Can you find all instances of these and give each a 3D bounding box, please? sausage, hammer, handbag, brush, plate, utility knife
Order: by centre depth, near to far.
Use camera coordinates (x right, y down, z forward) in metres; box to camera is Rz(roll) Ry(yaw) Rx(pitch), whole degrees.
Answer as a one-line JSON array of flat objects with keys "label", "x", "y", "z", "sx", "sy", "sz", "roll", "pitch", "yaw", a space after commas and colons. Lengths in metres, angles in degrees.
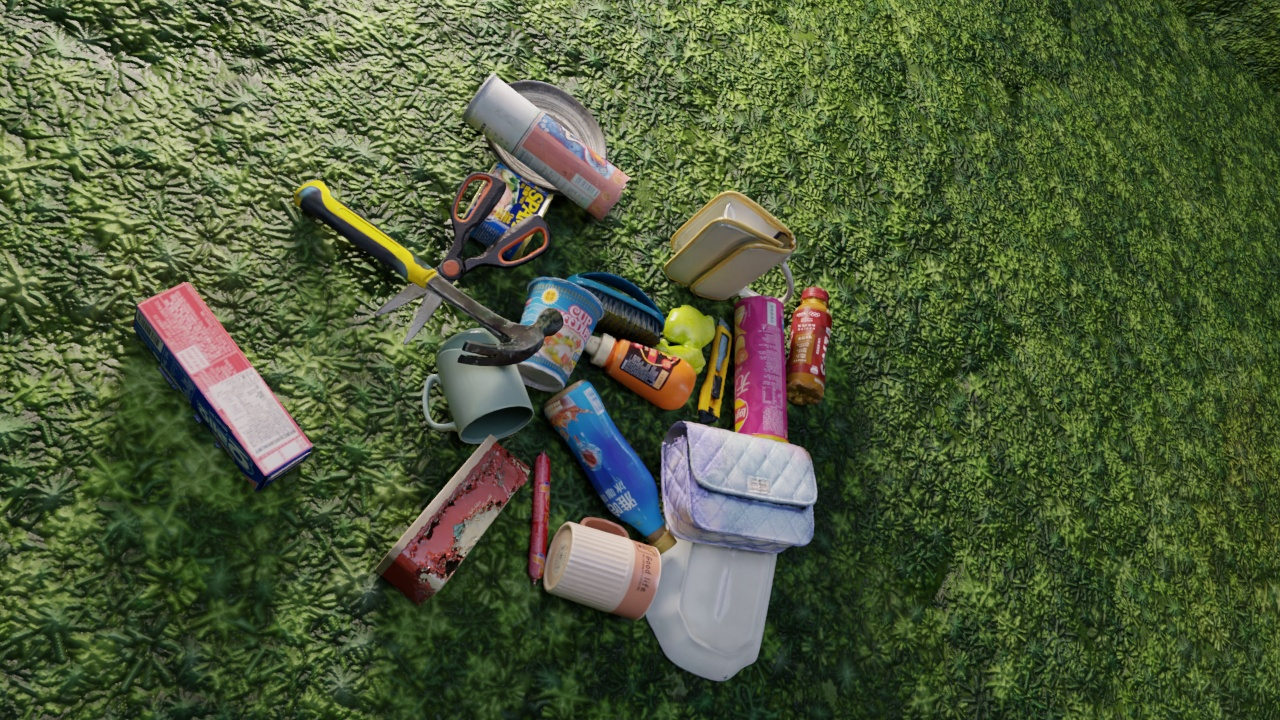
[{"label": "hammer", "x": -0.246, "y": -0.098, "z": 0.999, "sx": 0.323, "sy": 0.032, "sz": 0.125, "roll": 34, "pitch": 40, "yaw": 9}, {"label": "sausage", "x": -0.112, "y": 0.173, "z": 1.021, "sx": 0.020, "sy": 0.020, "sz": 0.155, "roll": 13, "pitch": 62, "yaw": -25}, {"label": "handbag", "x": 0.120, "y": 0.150, "z": 1.081, "sx": 0.193, "sy": 0.076, "sz": 0.134, "roll": 14, "pitch": 60, "yaw": -31}, {"label": "plate", "x": 0.099, "y": 0.244, "z": 1.102, "sx": 0.162, "sy": 0.034, "sz": 0.265, "roll": 29, "pitch": 57, "yaw": -17}, {"label": "brush", "x": -0.033, "y": -0.071, "z": 1.156, "sx": 0.143, "sy": 0.055, "sz": 0.073, "roll": 23, "pitch": 59, "yaw": -19}, {"label": "handbag", "x": 0.136, "y": -0.125, "z": 1.214, "sx": 0.178, "sy": 0.164, "sz": 0.063, "roll": 30, "pitch": 58, "yaw": -16}, {"label": "utility knife", "x": 0.101, "y": 0.013, "z": 1.221, "sx": 0.033, "sy": 0.015, "sz": 0.167, "roll": 26, "pitch": 57, "yaw": -21}, {"label": "plate", "x": -0.127, "y": -0.293, "z": 1.225, "sx": 0.179, "sy": 0.024, "sz": 0.179, "roll": 13, "pitch": 61, "yaw": -24}]

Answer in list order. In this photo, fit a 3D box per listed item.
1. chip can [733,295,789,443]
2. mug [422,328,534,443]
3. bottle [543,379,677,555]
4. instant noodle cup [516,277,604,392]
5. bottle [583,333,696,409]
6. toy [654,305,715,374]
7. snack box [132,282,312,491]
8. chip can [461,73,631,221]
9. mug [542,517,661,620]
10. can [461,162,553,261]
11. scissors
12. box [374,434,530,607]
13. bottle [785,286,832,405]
[{"label": "chip can", "x": 0.159, "y": 0.020, "z": 1.218, "sx": 0.071, "sy": 0.072, "sz": 0.210, "roll": 16, "pitch": 61, "yaw": -24}, {"label": "mug", "x": -0.186, "y": 0.031, "z": 1.004, "sx": 0.111, "sy": 0.082, "sz": 0.106, "roll": -21, "pitch": 68, "yaw": -7}, {"label": "bottle", "x": -0.030, "y": 0.127, "z": 1.063, "sx": 0.065, "sy": 0.065, "sz": 0.218, "roll": -32, "pitch": 87, "yaw": -37}, {"label": "instant noodle cup", "x": -0.105, "y": -0.025, "z": 1.076, "sx": 0.099, "sy": 0.099, "sz": 0.109, "roll": 26, "pitch": 66, "yaw": -18}, {"label": "bottle", "x": -0.007, "y": 0.007, "z": 1.137, "sx": 0.149, "sy": 0.067, "sz": 0.066, "roll": 26, "pitch": 57, "yaw": -10}, {"label": "toy", "x": 0.059, "y": -0.030, "z": 1.207, "sx": 0.096, "sy": 0.031, "sz": 0.100, "roll": 1, "pitch": 68, "yaw": -28}, {"label": "snack box", "x": -0.406, "y": 0.027, "z": 0.891, "sx": 0.058, "sy": 0.057, "sz": 0.207, "roll": -37, "pitch": 89, "yaw": -39}, {"label": "chip can", "x": -0.117, "y": -0.266, "z": 1.158, "sx": 0.214, "sy": 0.071, "sz": 0.071, "roll": 36, "pitch": 55, "yaw": -11}, {"label": "mug", "x": -0.043, "y": 0.219, "z": 1.009, "sx": 0.106, "sy": 0.082, "sz": 0.114, "roll": 22, "pitch": 32, "yaw": -19}, {"label": "can", "x": -0.166, "y": -0.182, "z": 1.130, "sx": 0.083, "sy": 0.057, "sz": 0.101, "roll": 30, "pitch": 56, "yaw": -13}, {"label": "scissors", "x": -0.213, "y": -0.125, "z": 1.060, "sx": 0.226, "sy": 0.022, "sz": 0.198, "roll": -15, "pitch": 85, "yaw": -15}, {"label": "box", "x": -0.182, "y": 0.166, "z": 0.936, "sx": 0.077, "sy": 0.092, "sz": 0.167, "roll": 40, "pitch": 54, "yaw": -4}, {"label": "bottle", "x": 0.237, "y": -0.024, "z": 1.292, "sx": 0.057, "sy": 0.058, "sz": 0.174, "roll": 25, "pitch": 57, "yaw": -19}]
